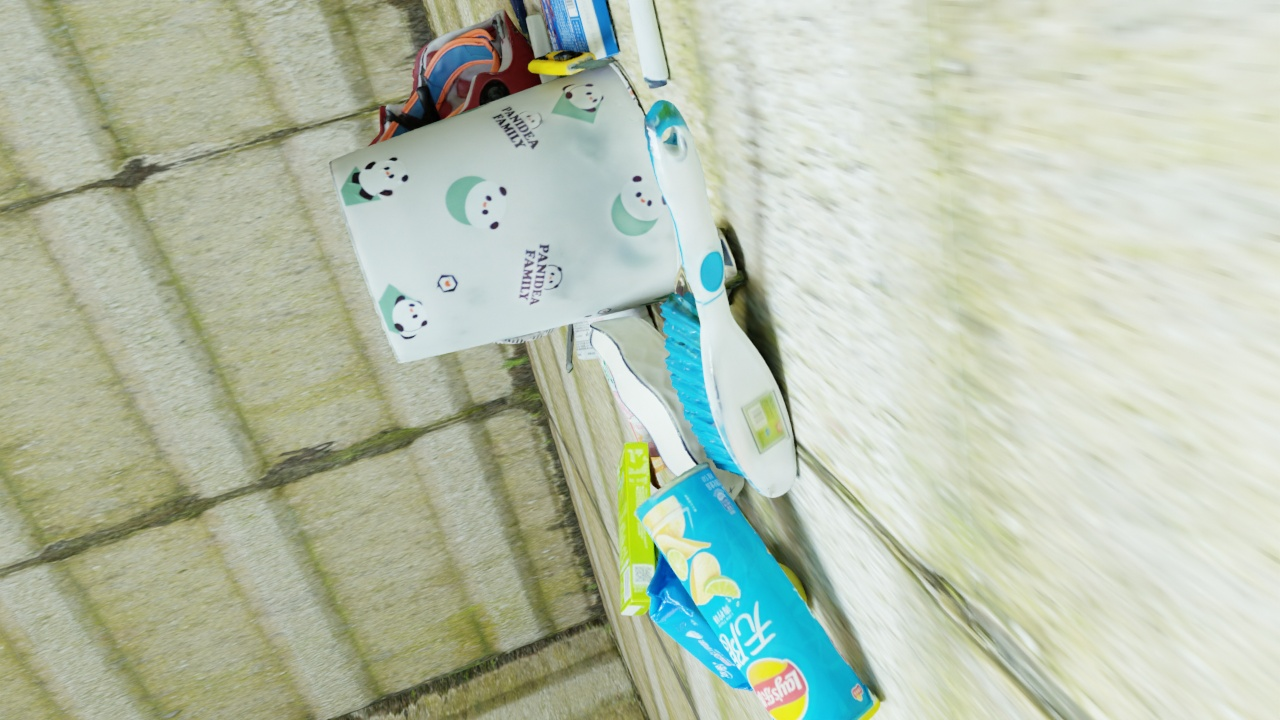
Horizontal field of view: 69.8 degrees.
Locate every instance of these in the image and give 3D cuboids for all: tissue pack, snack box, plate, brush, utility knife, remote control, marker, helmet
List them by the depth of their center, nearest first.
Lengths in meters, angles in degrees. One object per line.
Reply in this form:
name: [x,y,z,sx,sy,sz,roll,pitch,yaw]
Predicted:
brush: [0.044,-0.027,0.591,0.109,0.060,0.315,43,160,57]
marker: [-0.002,-0.252,0.625,0.022,0.018,0.131,-71,-31,-64]
utility knife: [-0.057,-0.244,0.746,0.015,0.033,0.219,65,170,-24]
tissue pack: [0.062,0.208,0.785,0.157,0.052,0.094,47,-141,-24]
snack box: [-0.060,-0.307,0.798,0.157,0.026,0.084,-131,23,-65]
plate: [0.026,0.045,0.815,0.205,0.045,0.205,54,172,11]
snack box: [-0.006,0.167,0.910,0.086,0.026,0.156,108,161,-64]
remote control: [-0.093,-0.297,0.954,0.150,0.021,0.058,76,-179,-80]
helmet: [-0.197,-0.271,1.055,0.207,0.239,0.144,-1,145,44]
snack box: [-0.010,0.063,1.136,0.077,0.027,0.156,-123,10,-54]

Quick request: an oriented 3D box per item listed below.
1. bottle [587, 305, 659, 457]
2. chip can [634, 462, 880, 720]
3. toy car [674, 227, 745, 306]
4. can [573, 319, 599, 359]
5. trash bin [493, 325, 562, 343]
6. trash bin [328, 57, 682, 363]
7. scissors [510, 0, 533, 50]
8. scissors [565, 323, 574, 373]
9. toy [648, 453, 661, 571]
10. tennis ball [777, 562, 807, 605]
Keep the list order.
bottle: [-0.006,0.006,0.967,0.068,0.068,0.197,-158,48,-77]
chip can: [0.082,0.179,0.670,0.210,0.071,0.071,55,165,16]
toy car: [0.048,-0.061,0.655,0.090,0.035,0.042,115,133,-71]
can: [-0.051,-0.076,1.018,0.058,0.058,0.146,-175,77,-79]
trash bin: [-0.180,-0.163,1.238,0.192,0.227,0.228,-101,-2,-61]
trash bin: [-0.122,-0.122,0.816,0.230,0.251,0.229,161,91,-79]
scissors: [-0.136,-0.386,1.105,0.176,0.012,0.162,-133,26,-62]
scissors: [-0.076,-0.091,1.076,0.225,0.015,0.189,-45,-49,-73]
toy: [0.050,0.195,0.941,0.227,0.090,0.247,61,170,16]
tennis ball: [0.101,0.194,0.739,0.065,0.065,0.065,161,91,-80]
